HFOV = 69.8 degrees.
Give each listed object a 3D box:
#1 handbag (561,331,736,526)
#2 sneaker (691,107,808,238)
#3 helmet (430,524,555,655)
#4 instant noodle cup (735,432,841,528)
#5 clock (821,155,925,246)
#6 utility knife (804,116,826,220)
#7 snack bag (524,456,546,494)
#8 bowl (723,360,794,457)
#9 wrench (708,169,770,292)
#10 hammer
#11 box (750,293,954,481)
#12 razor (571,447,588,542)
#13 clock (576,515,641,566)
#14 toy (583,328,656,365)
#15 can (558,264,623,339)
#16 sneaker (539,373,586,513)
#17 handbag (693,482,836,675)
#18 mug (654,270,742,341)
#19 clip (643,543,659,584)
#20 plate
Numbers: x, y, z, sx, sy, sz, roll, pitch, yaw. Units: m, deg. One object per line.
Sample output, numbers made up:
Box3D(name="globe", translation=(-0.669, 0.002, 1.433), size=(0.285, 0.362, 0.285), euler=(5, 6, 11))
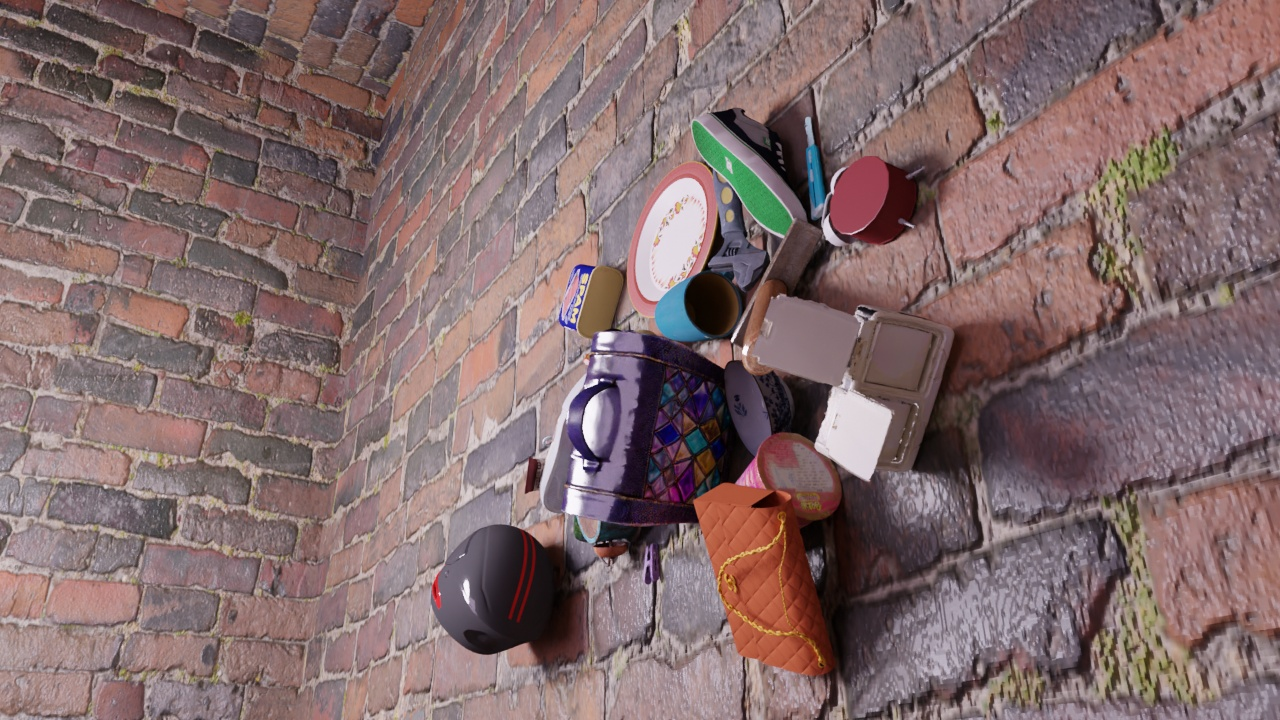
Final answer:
Box3D(name="handbag", translation=(0.001, 0.083, 1.045), size=(0.126, 0.221, 0.204), euler=(3, 80, 41))
Box3D(name="sneaker", translation=(0.150, -0.237, 1.116), size=(0.235, 0.079, 0.084), euler=(57, 168, 38))
Box3D(name="helmet", translation=(-0.213, 0.337, 1.384), size=(0.170, 0.164, 0.264), euler=(-57, 22, 9))
Box3D(name="instant noodle cup", translation=(0.135, 0.143, 0.942), size=(0.109, 0.097, 0.097), euler=(126, 146, -46))
Box3D(name="clock", translation=(0.234, -0.164, 0.953), size=(0.125, 0.044, 0.087), euler=(-1, 76, 60))
Box3D(name="utility knife", translation=(0.202, -0.228, 1.073), size=(0.022, 0.015, 0.151), euler=(-41, 41, 47))
Box3D(name="snack bag", translation=(-0.158, 0.178, 1.430), size=(0.158, 0.013, 0.057), euler=(50, -132, -81))
Box3D(name="bowl", translation=(0.136, 0.048, 1.003), size=(0.114, 0.045, 0.114), euler=(162, 90, -74))
Box3D(name="wrench", translation=(0.116, -0.183, 1.155), size=(0.073, 0.022, 0.272), euler=(-20, 44, 19))
Box3D(name="hammer", translation=(0.133, -0.049, 0.928), size=(0.158, 0.037, 0.300), euler=(-64, -2, 19))
Box3D(name="box", translation=(0.190, 0.029, 0.774), size=(0.106, 0.192, 0.143), euler=(-145, 66, -66))
Box3D(name="razor", translation=(-0.080, 0.191, 1.312), size=(0.054, 0.067, 0.151), euler=(15, 105, 30))
Box3D(name="clock", translation=(-0.041, 0.202, 1.239), size=(0.121, 0.073, 0.158), euler=(-135, 46, -59))
Box3D(name="toy", translation=(-0.007, 0.008, 1.243), size=(0.176, 0.112, 0.096), euler=(18, 129, 60))
Box3D(name="can", translation=(-0.082, -0.096, 1.468), size=(0.092, 0.056, 0.116), euler=(21, 95, 62))
Box3D(name="sneaker", translation=(-0.095, 0.104, 1.363), size=(0.242, 0.089, 0.090), euler=(-67, 24, 16))
Box3D(name="handbag", translation=(0.119, 0.211, 0.878), size=(0.109, 0.060, 0.172), euler=(-2, 108, 53))
Box3D(name="mug", translation=(0.076, -0.074, 1.169), size=(0.112, 0.084, 0.104), euler=(-54, 16, -21))
Box3D(name="clip", translation=(0.013, 0.261, 1.177), size=(0.035, 0.013, 0.051), euler=(-39, 42, 45))
Box3D(name="plate", translation=(0.049, -0.170, 1.306), size=(0.230, 0.021, 0.229), euler=(-35, 48, 50))
